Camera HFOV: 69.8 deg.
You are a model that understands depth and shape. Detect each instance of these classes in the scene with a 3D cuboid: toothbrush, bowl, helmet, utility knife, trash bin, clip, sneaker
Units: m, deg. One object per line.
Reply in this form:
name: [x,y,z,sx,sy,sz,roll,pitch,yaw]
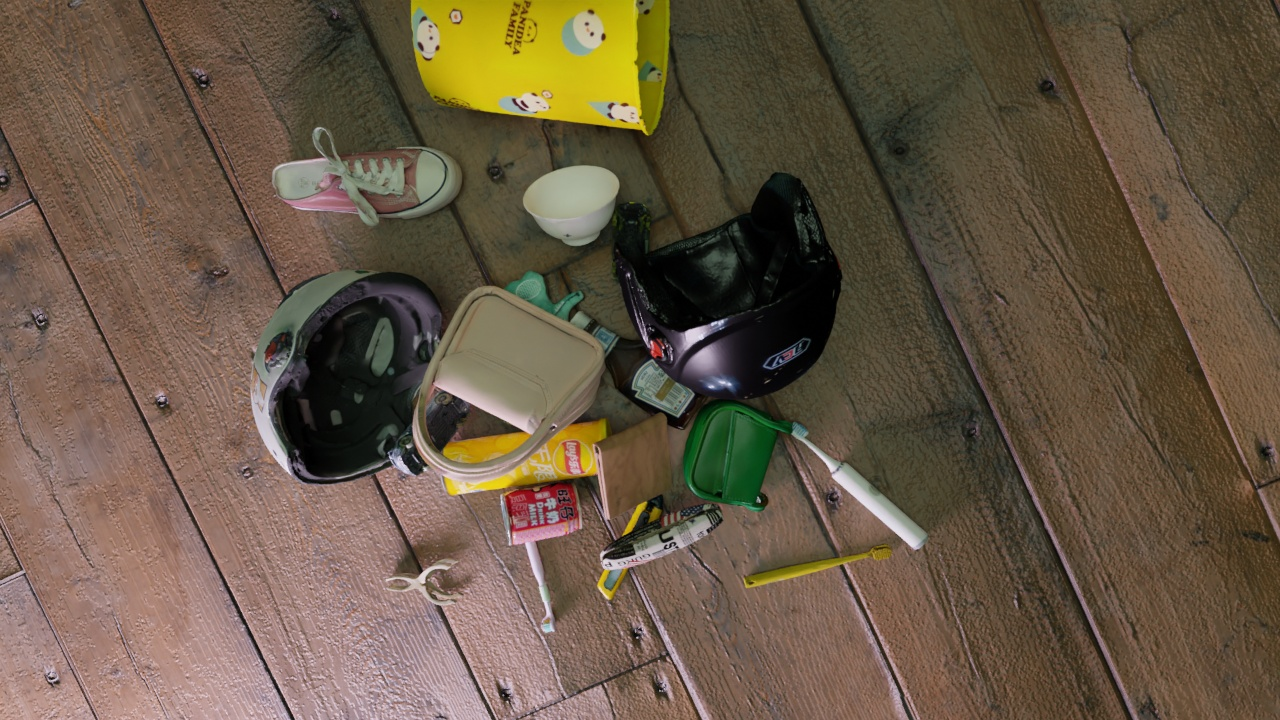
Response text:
toothbrush: [0.225,0.263,1.166,0.190,0.016,0.015,-14,93,5]
bowl: [-0.079,-0.181,1.126,0.118,0.118,0.065,-9,132,4]
helmet: [-0.367,0.005,1.104,0.157,0.229,0.274,24,106,33]
helmet: [0.108,-0.065,1.031,0.233,0.274,0.230,-26,120,-7]
toothbrush: [0.270,0.155,1.151,0.221,0.026,0.026,41,117,1]
utility knife: [-0.012,0.239,1.180,0.033,0.015,0.156,27,95,4]
trash bin: [-0.107,-0.380,1.050,0.255,0.229,0.229,4,94,9]
toothbrush: [-0.139,0.259,1.189,0.021,0.029,0.189,-15,91,-36]
clip: [-0.275,0.277,1.192,0.102,0.035,0.095,22,99,10]
sneaker: [-0.346,-0.223,1.135,0.241,0.087,0.118,0,93,5]

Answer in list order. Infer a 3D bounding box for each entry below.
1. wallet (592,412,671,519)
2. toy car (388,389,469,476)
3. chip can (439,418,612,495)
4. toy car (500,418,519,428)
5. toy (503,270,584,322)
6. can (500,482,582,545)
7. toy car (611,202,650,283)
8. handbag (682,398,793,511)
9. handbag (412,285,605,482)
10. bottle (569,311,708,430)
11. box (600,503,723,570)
wallet: [-0.007,0.131,1.128,0.101,0.020,0.115,-24,122,-27]
toy car: [-0.258,0.086,1.128,0.037,0.054,0.120,16,56,36]
chip can: [-0.141,0.121,1.153,0.213,0.072,0.072,-8,93,4]
toy car: [-0.178,0.041,1.163,0.120,0.045,0.053,33,96,14]
toy: [-0.122,-0.072,1.162,0.096,0.030,0.092,-36,96,-2]
can: [-0.124,0.191,1.150,0.093,0.066,0.066,-9,93,-12]
toy car: [-0.011,-0.146,1.148,0.048,0.032,0.105,2,105,3]
handbag: [0.117,0.117,1.143,0.120,0.068,0.131,18,94,-5]
handbag: [-0.168,0.039,1.075,0.193,0.094,0.233,25,54,10]
bottle: [-0.007,0.007,1.152,0.195,0.044,0.080,35,95,2]
box: [0.027,0.223,1.136,0.164,0.069,0.052,-26,79,5]
